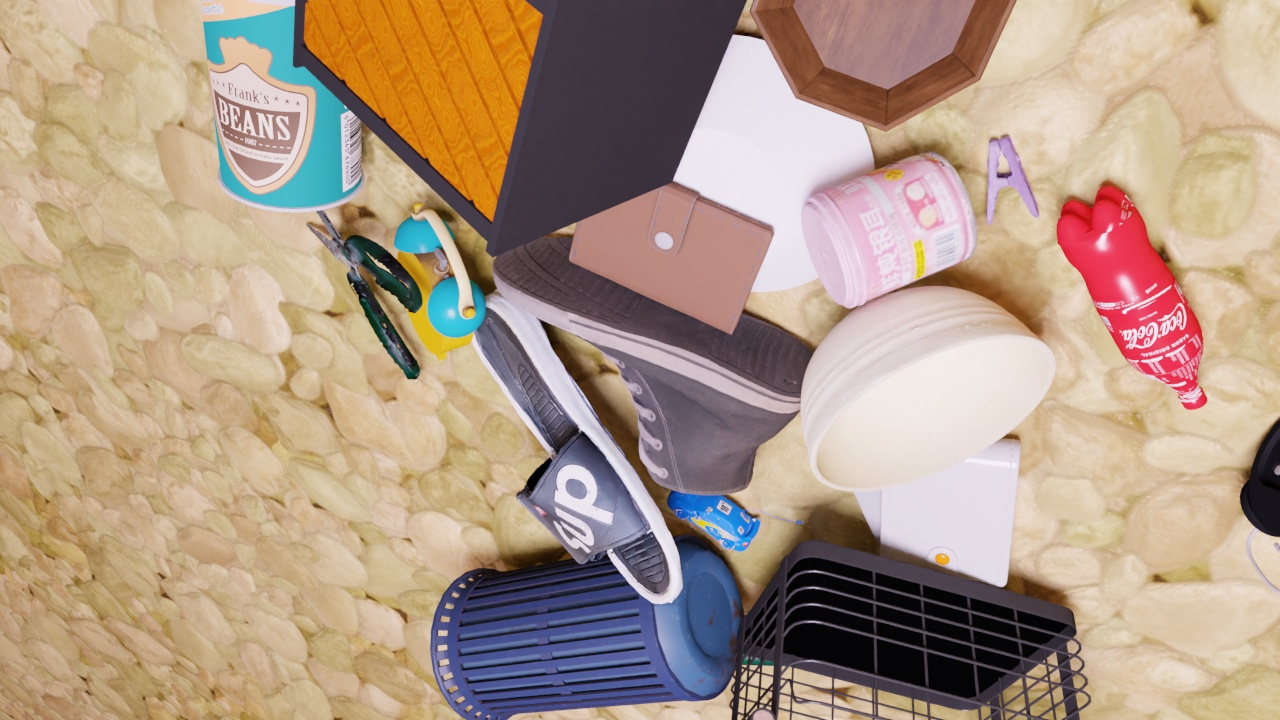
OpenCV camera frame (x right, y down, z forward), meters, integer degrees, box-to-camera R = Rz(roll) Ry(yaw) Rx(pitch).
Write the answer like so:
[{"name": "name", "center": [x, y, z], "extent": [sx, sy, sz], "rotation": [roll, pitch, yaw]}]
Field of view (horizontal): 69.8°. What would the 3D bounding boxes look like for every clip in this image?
[{"name": "clip", "center": [0.204, -0.101, 0.517], "extent": [0.029, 0.013, 0.050], "rotation": [-10, 114, 30]}]

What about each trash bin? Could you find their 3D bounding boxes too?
[{"name": "trash bin", "center": [-0.043, 0.231, 0.785], "extent": [0.250, 0.138, 0.139], "rotation": [-18, 112, 32]}, {"name": "trash bin", "center": [-0.066, -0.179, 0.474], "extent": [0.172, 0.139, 0.140], "rotation": [43, 138, 18]}]

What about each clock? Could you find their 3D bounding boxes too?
[{"name": "clock", "center": [0.378, 0.074, 0.501], "extent": [0.042, 0.091, 0.121], "rotation": [23, 116, -3]}, {"name": "clock", "center": [-0.151, -0.054, 0.681], "extent": [0.099, 0.043, 0.130], "rotation": [62, 152, 15]}]

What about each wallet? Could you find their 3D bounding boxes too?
[{"name": "wallet", "center": [0.015, -0.071, 0.573], "extent": [0.121, 0.013, 0.088], "rotation": [25, 135, 8]}, {"name": "wallet", "center": [0.199, 0.101, 0.641], "extent": [0.115, 0.037, 0.118], "rotation": [5, 121, 22]}]

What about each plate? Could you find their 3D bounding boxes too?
[{"name": "plate", "center": [0.052, -0.106, 0.561], "extent": [0.174, 0.036, 0.174], "rotation": [15, 133, 17]}, {"name": "plate", "center": [0.126, -0.189, 0.473], "extent": [0.131, 0.025, 0.131], "rotation": [7, 113, 17]}]

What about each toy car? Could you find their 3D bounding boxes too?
[{"name": "toy car", "center": [0.072, 0.114, 0.710], "extent": [0.092, 0.033, 0.062], "rotation": [33, 137, 2]}]

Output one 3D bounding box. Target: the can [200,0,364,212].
[{"name": "can", "center": [-0.238, -0.188, 0.618], "extent": [0.099, 0.099, 0.144], "rotation": [22, 129, 11]}]

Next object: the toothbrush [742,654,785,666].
[{"name": "toothbrush", "center": [0.051, 0.278, 0.847], "extent": [0.190, 0.017, 0.016], "rotation": [-12, 116, 32]}]

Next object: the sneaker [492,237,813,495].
[{"name": "sneaker", "center": [-0.004, 0.003, 0.644], "extent": [0.235, 0.095, 0.120], "rotation": [23, 129, 1]}]

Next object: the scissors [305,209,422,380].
[{"name": "scissors", "center": [-0.198, -0.051, 0.694], "extent": [0.206, 0.015, 0.202], "rotation": [23, 145, 52]}]

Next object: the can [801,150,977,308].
[{"name": "can", "center": [0.137, -0.073, 0.514], "extent": [0.076, 0.067, 0.067], "rotation": [-22, 114, -1]}]

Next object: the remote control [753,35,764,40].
[{"name": "remote control", "center": [0.067, -0.172, 0.534], "extent": [0.137, 0.013, 0.033], "rotation": [3, 123, 24]}]

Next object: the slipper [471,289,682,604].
[{"name": "slipper", "center": [-0.064, 0.071, 0.675], "extent": [0.263, 0.063, 0.111], "rotation": [60, 150, 9]}]

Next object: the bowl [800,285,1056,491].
[{"name": "bowl", "center": [0.159, 0.007, 0.552], "extent": [0.150, 0.075, 0.151], "rotation": [-14, 145, -10]}]

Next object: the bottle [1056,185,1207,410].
[{"name": "bottle", "center": [0.278, -0.030, 0.509], "extent": [0.042, 0.041, 0.141], "rotation": [-26, 108, 36]}]

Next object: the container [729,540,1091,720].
[{"name": "container", "center": [0.180, 0.244, 0.643], "extent": [0.241, 0.130, 0.163], "rotation": [15, 137, -3]}]
